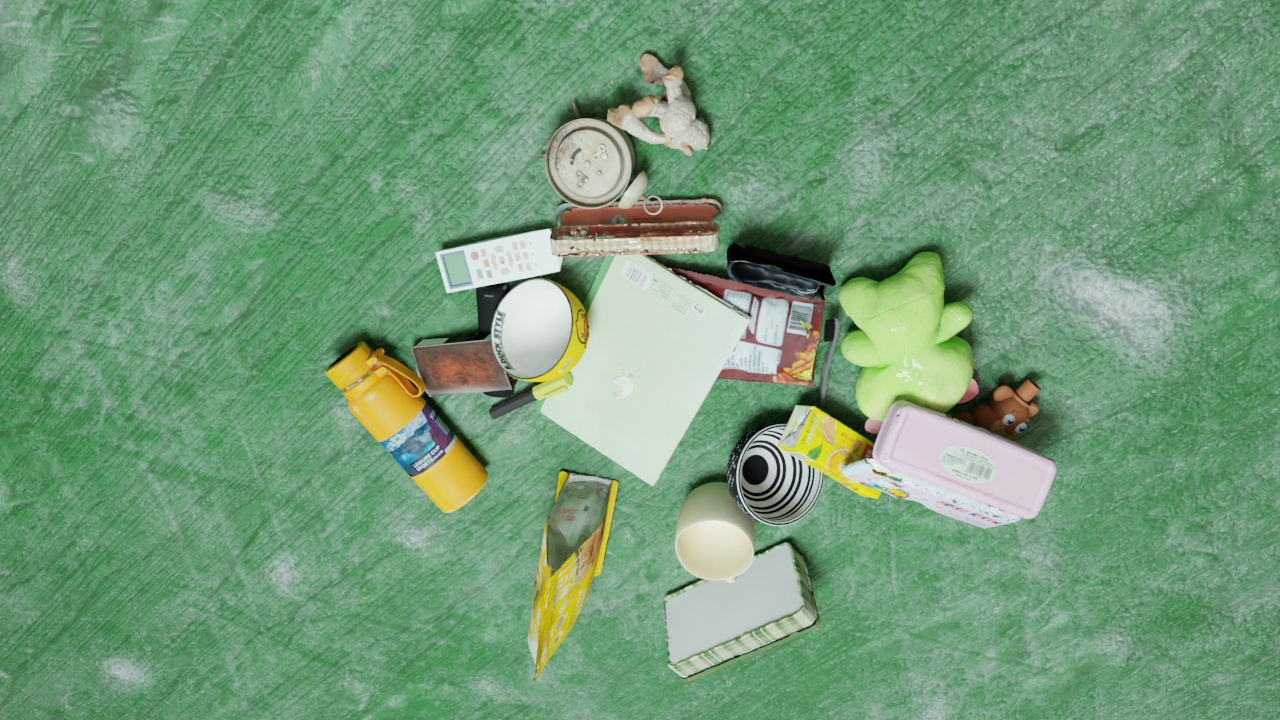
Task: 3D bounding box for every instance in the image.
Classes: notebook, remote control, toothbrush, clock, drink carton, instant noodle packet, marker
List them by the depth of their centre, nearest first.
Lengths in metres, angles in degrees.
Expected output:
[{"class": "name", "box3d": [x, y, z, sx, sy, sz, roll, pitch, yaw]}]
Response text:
[{"class": "clock", "box3d": [-0.035, -0.202, 0.976, 0.141, 0.054, 0.093, 35, 115, -3]}, {"class": "remote control", "box3d": [-0.158, -0.116, 1.050, 0.143, 0.024, 0.049, -10, 107, 11]}, {"class": "toothbrush", "box3d": [0.214, 0.021, 1.064, 0.013, 0.012, 0.168, -7, 128, -8]}, {"class": "notebook", "box3d": [-0.006, 0.006, 1.074, 0.182, 0.010, 0.253, 32, 117, 9]}, {"class": "drink carton", "box3d": [0.233, 0.108, 1.079, 0.134, 0.043, 0.058, 31, 78, -20]}, {"class": "remote control", "box3d": [-0.175, -0.022, 1.104, 0.041, 0.020, 0.152, 5, 119, 6]}, {"class": "marker", "box3d": [-0.136, 0.046, 1.124, 0.124, 0.021, 0.017, -25, 140, 27]}, {"class": "instant noodle packet", "box3d": [-0.097, 0.262, 1.125, 0.084, 0.221, 0.163, 15, 116, 3]}]

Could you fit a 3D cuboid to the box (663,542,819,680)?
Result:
[{"class": "box", "box3d": [0.126, 0.326, 1.186, 0.206, 0.117, 0.051, -31, 125, 19]}]

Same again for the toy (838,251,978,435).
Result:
[{"class": "toy", "box3d": [0.296, -0.008, 1.008, 0.150, 0.107, 0.197, -20, 104, 14]}]

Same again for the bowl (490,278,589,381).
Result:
[{"class": "bowl", "box3d": [-0.106, -0.031, 1.053, 0.117, 0.067, 0.117, -6, 78, 30]}]

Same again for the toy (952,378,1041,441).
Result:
[{"class": "toy", "box3d": [0.410, 0.078, 1.054, 0.095, 0.065, 0.128, 26, 117, -25]}]

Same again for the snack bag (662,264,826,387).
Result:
[{"class": "snack bag", "box3d": [0.100, -0.033, 1.041, 0.208, 0.066, 0.139, 7, 117, 10]}]

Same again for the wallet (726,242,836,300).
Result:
[{"class": "wallet", "box3d": [0.148, -0.095, 0.987, 0.115, 0.089, 0.026, 14, 112, 1]}]

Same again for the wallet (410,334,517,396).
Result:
[{"class": "wallet", "box3d": [-0.214, 0.007, 1.109, 0.123, 0.019, 0.072, -4, 116, 23]}]

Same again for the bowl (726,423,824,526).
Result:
[{"class": "bowl", "box3d": [0.152, 0.135, 1.105, 0.120, 0.066, 0.120, 0, 90, -23]}]

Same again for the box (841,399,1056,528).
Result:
[{"class": "box", "box3d": [0.339, 0.130, 1.009, 0.201, 0.077, 0.147, 21, 125, -8]}]

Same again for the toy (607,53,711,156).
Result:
[{"class": "toy", "box3d": [0.033, -0.254, 0.942, 0.106, 0.074, 0.085, 34, 73, -31]}]

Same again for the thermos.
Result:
[{"class": "thermos", "box3d": [-0.284, 0.077, 1.141, 0.091, 0.076, 0.232, -39, 108, -5]}]

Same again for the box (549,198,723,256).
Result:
[{"class": "box", "box3d": [-0.004, -0.143, 0.993, 0.187, 0.082, 0.042, -1, 127, 6]}]

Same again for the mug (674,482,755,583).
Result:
[{"class": "mug", "box3d": [0.099, 0.213, 1.143, 0.096, 0.099, 0.120, -16, 116, 17]}]
